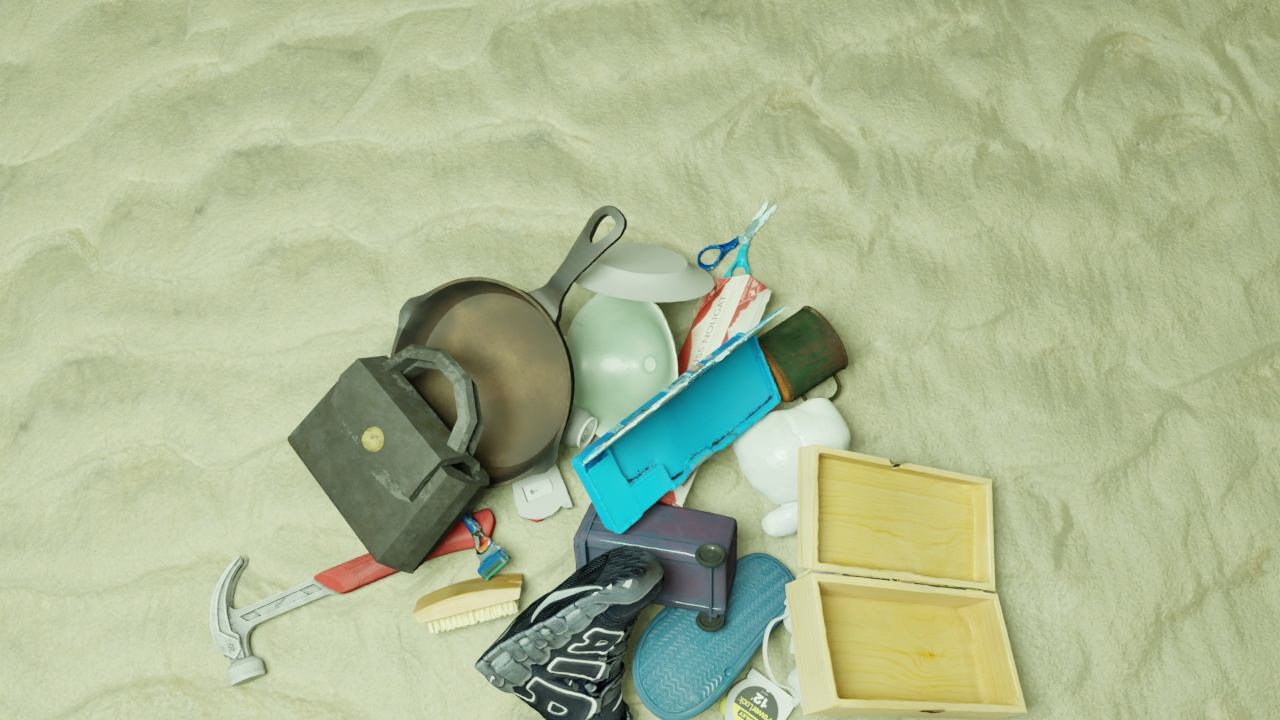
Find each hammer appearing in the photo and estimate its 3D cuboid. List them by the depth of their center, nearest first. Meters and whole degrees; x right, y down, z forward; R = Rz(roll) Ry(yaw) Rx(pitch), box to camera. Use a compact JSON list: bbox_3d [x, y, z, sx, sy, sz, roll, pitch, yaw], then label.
[{"bbox_3d":[-0.308,0.229,0.997,0.315,0.036,0.126,-22,73,-7],"label":"hammer"}]

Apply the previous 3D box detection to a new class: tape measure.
[{"bbox_3d":[0.121,0.363,0.965,0.064,0.017,0.065,34,77,9],"label":"tape measure"},{"bbox_3d":[-0.111,0.147,1.026,0.062,0.020,0.060,-21,75,-6],"label":"tape measure"}]

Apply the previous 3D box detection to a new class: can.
[{"bbox_3d":[-0.103,0.059,1.029,0.107,0.044,0.044,25,75,19],"label":"can"}]

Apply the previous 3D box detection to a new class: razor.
[{"bbox_3d":[-0.191,0.168,0.992,0.044,0.018,0.141,-43,76,22],"label":"razor"}]

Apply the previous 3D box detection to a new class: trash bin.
[{"bbox_3d":[0.014,0.203,0.947,0.161,0.094,0.092,6,32,14],"label":"trash bin"}]

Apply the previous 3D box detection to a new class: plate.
[{"bbox_3d":[-0.001,-0.107,1.034,0.173,0.172,0.019,8,115,2],"label":"plate"}]

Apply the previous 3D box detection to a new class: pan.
[{"bbox_3d":[-0.128,-0.023,0.985,0.248,0.043,0.357,46,108,14],"label":"pan"}]

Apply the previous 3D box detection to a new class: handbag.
[{"bbox_3d":[-0.244,0.080,0.950,0.197,0.102,0.199,44,102,23],"label":"handbag"}]

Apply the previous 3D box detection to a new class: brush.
[{"bbox_3d":[-0.181,0.259,0.980,0.117,0.049,0.039,-11,97,-5],"label":"brush"}]

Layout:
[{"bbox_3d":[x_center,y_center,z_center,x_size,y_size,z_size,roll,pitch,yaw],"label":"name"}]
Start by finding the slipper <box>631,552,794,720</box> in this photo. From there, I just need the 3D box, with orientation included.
[{"bbox_3d":[0.077,0.286,0.968,0.213,0.059,0.104,-38,69,-24],"label":"slipper"}]

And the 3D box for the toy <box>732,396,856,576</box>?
[{"bbox_3d":[0.192,0.143,0.997,0.137,0.085,0.209,-29,81,-7],"label":"toy"}]

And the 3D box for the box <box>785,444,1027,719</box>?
[{"bbox_3d":[0.266,0.226,0.922,0.246,0.076,0.256,13,70,-26],"label":"box"}]

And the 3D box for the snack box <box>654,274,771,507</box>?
[{"bbox_3d":[0.062,0.030,1.029,0.044,0.077,0.272,32,74,-28],"label":"snack box"}]

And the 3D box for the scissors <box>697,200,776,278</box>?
[{"bbox_3d":[0.122,-0.151,1.116,0.073,0.016,0.134,30,75,10],"label":"scissors"}]

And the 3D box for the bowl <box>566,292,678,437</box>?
[{"bbox_3d":[-0.006,0.006,1.037,0.175,0.067,0.174,0,90,40],"label":"bowl"}]

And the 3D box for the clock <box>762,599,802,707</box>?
[{"bbox_3d":[0.200,0.297,0.940,0.159,0.061,0.119,4,74,-22],"label":"clock"}]

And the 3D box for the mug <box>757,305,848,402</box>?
[{"bbox_3d":[0.183,0.006,1.040,0.081,0.085,0.111,-33,104,-7],"label":"mug"}]

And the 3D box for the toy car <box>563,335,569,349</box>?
[{"bbox_3d":[-0.123,0.000,1.060,0.089,0.025,0.038,-15,74,7],"label":"toy car"}]

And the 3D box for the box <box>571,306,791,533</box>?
[{"bbox_3d":[0.040,0.045,0.920,0.243,0.167,0.075,-36,56,-25],"label":"box"}]

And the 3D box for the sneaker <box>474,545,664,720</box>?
[{"bbox_3d":[-0.043,0.293,0.900,0.151,0.097,0.253,48,124,-2],"label":"sneaker"}]
